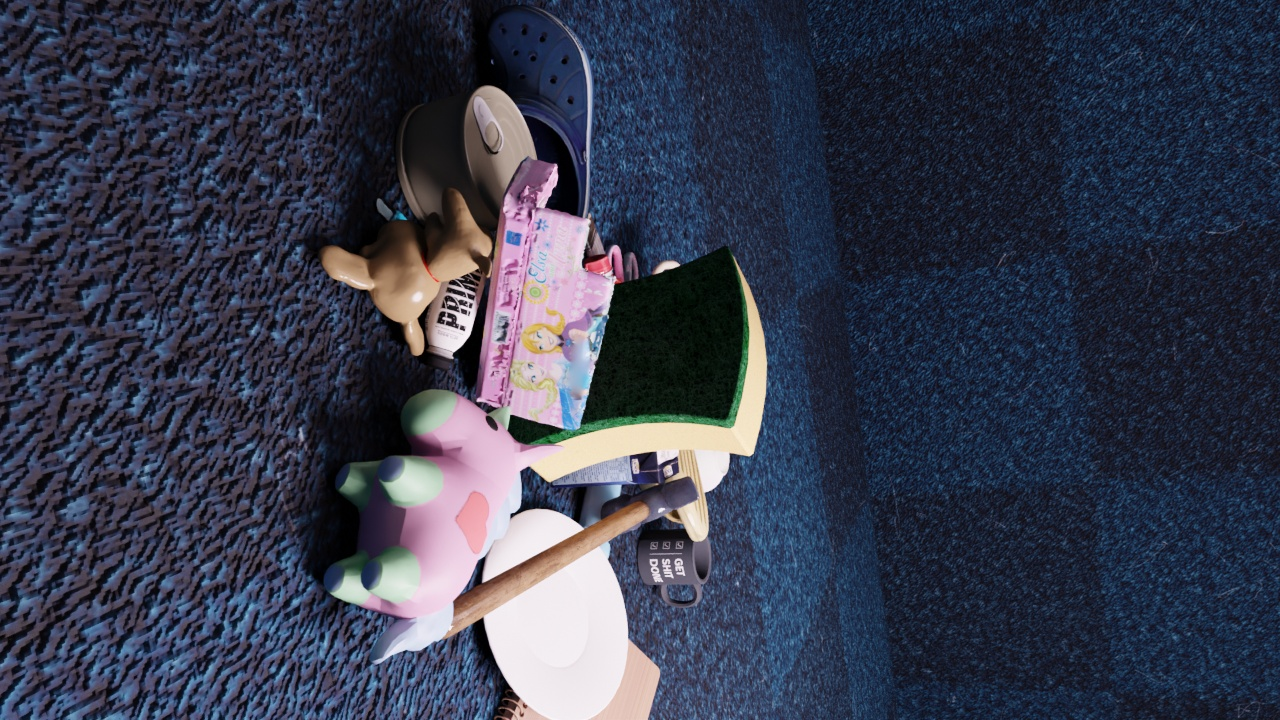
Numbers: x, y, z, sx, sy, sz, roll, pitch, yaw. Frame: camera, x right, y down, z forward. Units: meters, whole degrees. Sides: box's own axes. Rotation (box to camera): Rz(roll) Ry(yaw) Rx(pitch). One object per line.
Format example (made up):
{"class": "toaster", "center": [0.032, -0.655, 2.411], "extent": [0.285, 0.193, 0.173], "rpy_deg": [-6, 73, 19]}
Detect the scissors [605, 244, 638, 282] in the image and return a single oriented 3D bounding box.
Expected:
{"class": "scissors", "center": [-0.015, -0.064, 1.226], "extent": [0.105, 0.016, 0.179], "rpy_deg": [-13, 96, -68]}

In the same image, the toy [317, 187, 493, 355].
{"class": "toy", "center": [-0.174, -0.079, 0.735], "extent": [0.134, 0.108, 0.105], "rpy_deg": [55, 9, -50]}

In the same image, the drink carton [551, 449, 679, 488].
{"class": "drink carton", "center": [-0.028, 0.112, 0.992], "extent": [0.064, 0.130, 0.040], "rpy_deg": [-12, 95, -67]}

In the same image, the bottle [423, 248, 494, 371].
{"class": "bottle", "center": [-0.163, -0.048, 0.804], "extent": [0.041, 0.041, 0.116], "rpy_deg": [28, 76, -63]}

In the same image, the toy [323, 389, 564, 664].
{"class": "toy", "center": [-0.155, 0.125, 0.721], "extent": [0.171, 0.120, 0.221], "rpy_deg": [30, 56, -52]}

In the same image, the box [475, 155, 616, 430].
{"class": "box", "center": [-0.079, -0.052, 0.815], "extent": [0.086, 0.105, 0.231], "rpy_deg": [-79, -176, -51]}

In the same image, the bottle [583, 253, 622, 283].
{"class": "bottle", "center": [-0.037, -0.060, 1.108], "extent": [0.061, 0.062, 0.138], "rpy_deg": [-56, 136, -57]}

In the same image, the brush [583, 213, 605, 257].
{"class": "brush", "center": [-0.069, -0.167, 1.124], "extent": [0.038, 0.012, 0.151], "rpy_deg": [-66, 142, -51]}

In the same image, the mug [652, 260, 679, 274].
{"class": "mug", "center": [0.032, -0.071, 1.197], "extent": [0.099, 0.096, 0.120], "rpy_deg": [-8, 99, -56]}

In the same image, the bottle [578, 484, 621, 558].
{"class": "bottle", "center": [-0.049, 0.183, 1.040], "extent": [0.040, 0.040, 0.129], "rpy_deg": [57, 34, -47]}

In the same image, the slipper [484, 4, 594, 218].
{"class": "slipper", "center": [-0.102, -0.238, 0.936], "extent": [0.095, 0.105, 0.253], "rpy_deg": [-36, 120, -73]}

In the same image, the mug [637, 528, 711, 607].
{"class": "mug", "center": [0.048, 0.273, 1.201], "extent": [0.071, 0.078, 0.105], "rpy_deg": [-26, 108, -66]}

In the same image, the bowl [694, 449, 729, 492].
{"class": "bowl", "center": [0.094, 0.143, 1.370], "extent": [0.113, 0.063, 0.113], "rpy_deg": [-5, 90, -67]}

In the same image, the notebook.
{"class": "notebook", "center": [-0.062, 0.348, 0.912], "extent": [0.169, 0.022, 0.209], "rpy_deg": [48, 35, -19]}

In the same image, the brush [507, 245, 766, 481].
{"class": "brush", "center": [-0.005, 0.005, 0.916], "extent": [0.075, 0.251, 0.194], "rpy_deg": [52, 34, -52]}

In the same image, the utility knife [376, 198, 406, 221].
{"class": "utility knife", "center": [-0.192, -0.097, 0.802], "extent": [0.022, 0.015, 0.124], "rpy_deg": [-61, 142, -27]}

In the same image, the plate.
{"class": "plate", "center": [-0.084, 0.250, 0.911], "extent": [0.208, 0.015, 0.208], "rpy_deg": [36, 41, -39]}

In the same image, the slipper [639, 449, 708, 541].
{"class": "slipper", "center": [0.028, 0.132, 1.204], "extent": [0.261, 0.079, 0.111], "rpy_deg": [-97, 165, -56]}

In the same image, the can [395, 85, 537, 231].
{"class": "can", "center": [-0.155, -0.178, 0.836], "extent": [0.127, 0.073, 0.128], "rpy_deg": [-6, 90, -68]}

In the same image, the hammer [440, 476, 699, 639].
{"class": "hammer", "center": [-0.072, 0.184, 0.875], "extent": [0.320, 0.130, 0.040], "rpy_deg": [-20, 84, -49]}
